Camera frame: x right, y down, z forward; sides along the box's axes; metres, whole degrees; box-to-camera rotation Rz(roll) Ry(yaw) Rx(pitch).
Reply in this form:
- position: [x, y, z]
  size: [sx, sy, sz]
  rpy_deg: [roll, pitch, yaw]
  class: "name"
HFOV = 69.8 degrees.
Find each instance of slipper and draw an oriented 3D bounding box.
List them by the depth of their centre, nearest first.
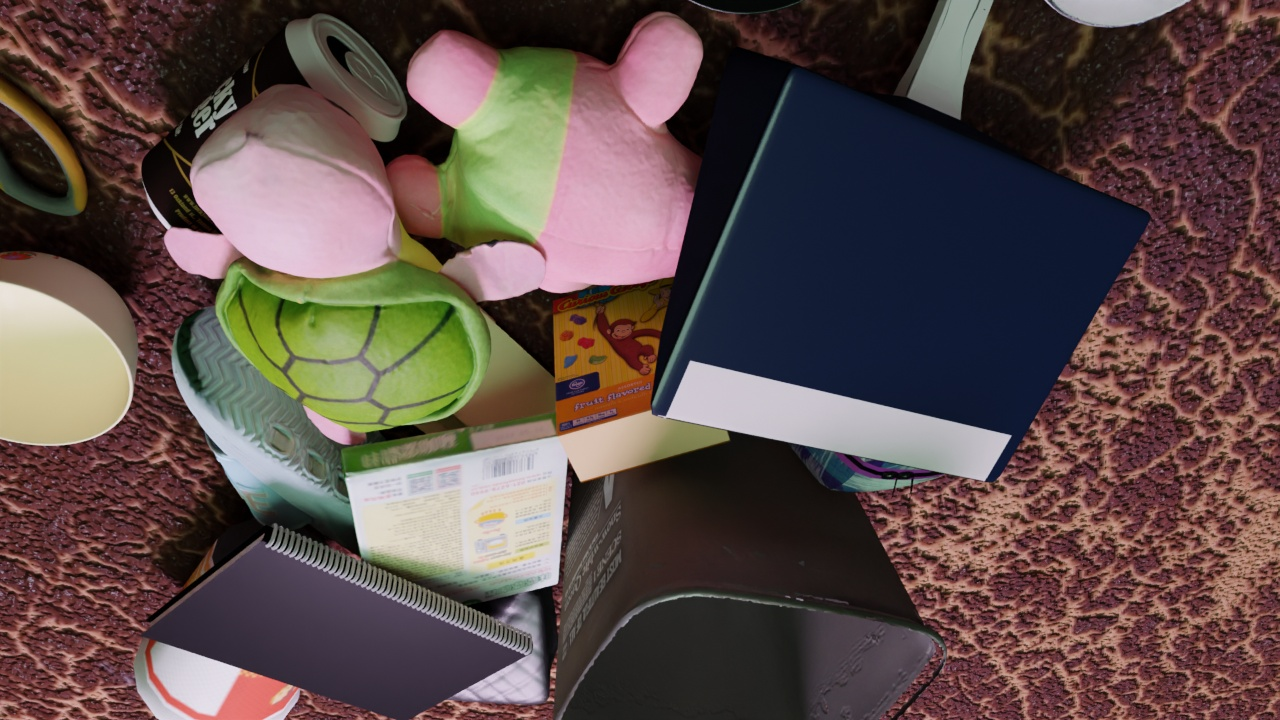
- position: [-0.220, 0.070, 0.603]
  size: [0.074, 0.104, 0.245]
  rpy_deg: [-23, 133, 9]
  class: "slipper"

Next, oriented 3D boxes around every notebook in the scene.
- position: [-0.197, 0.185, 0.615]
  size: [0.149, 0.016, 0.206]
  rpy_deg: [-35, 128, 27]
  class: "notebook"

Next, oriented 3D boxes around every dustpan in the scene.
- position: [0.143, -0.087, 0.478]
  size: [0.236, 0.080, 0.274]
  rpy_deg: [13, 111, -25]
  class: "dustpan"

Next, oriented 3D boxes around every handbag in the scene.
- position: [0.171, 0.011, 0.585]
  size: [0.169, 0.144, 0.068]
  rpy_deg: [-17, 143, -27]
  class: "handbag"
- position: [-0.141, 0.193, 0.732]
  size: [0.154, 0.114, 0.125]
  rpy_deg: [4, 113, 4]
  class: "handbag"

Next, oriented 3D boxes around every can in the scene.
- position: [-0.189, -0.112, 0.472]
  size: [0.129, 0.071, 0.072]
  rpy_deg: [-32, 126, 19]
  class: "can"

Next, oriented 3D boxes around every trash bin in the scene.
- position: [0.046, 0.130, 0.601]
  size: [0.197, 0.219, 0.198]
  rpy_deg: [14, 126, -17]
  class: "trash bin"

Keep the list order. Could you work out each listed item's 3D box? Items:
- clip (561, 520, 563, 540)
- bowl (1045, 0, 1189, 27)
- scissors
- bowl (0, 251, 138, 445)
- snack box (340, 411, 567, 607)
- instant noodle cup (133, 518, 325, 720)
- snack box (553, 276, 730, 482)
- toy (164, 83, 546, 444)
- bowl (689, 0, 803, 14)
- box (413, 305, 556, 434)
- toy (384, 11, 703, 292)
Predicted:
- position: [-0.085, 0.122, 0.712]
  size: [0.062, 0.044, 0.024]
  rpy_deg: [41, 116, -11]
  class: "clip"
- position: [0.226, -0.222, 0.431]
  size: [0.113, 0.063, 0.114]
  rpy_deg: [-4, 129, -5]
  class: "bowl"
- position: [-0.384, -0.155, 0.451]
  size: [0.225, 0.016, 0.225]
  rpy_deg: [-15, 129, 6]
  class: "scissors"
- position: [-0.346, -0.019, 0.530]
  size: [0.118, 0.074, 0.118]
  rpy_deg: [-3, 130, -4]
  class: "bowl"
- position: [-0.116, 0.106, 0.597]
  size: [0.131, 0.027, 0.168]
  rpy_deg: [-10, 137, -18]
  class: "snack box"
- position: [-0.294, 0.195, 0.691]
  size: [0.123, 0.123, 0.121]
  rpy_deg: [24, 115, -24]
  class: "instant noodle cup"
- position: [-0.003, 0.003, 0.552]
  size: [0.088, 0.125, 0.040]
  rpy_deg: [-16, 129, 7]
  class: "snack box"
- position: [-0.146, -0.029, 0.458]
  size: [0.190, 0.087, 0.239]
  rpy_deg: [7, 141, -1]
  class: "toy"
- position: [0.049, -0.228, 0.414]
  size: [0.124, 0.052, 0.124]
  rpy_deg: [-3, 130, -4]
  class: "bowl"
- position: [-0.142, 0.008, 0.596]
  size: [0.083, 0.091, 0.188]
  rpy_deg: [-3, 140, 44]
  class: "box"
- position: [-0.014, -0.093, 0.492]
  size: [0.236, 0.096, 0.193]
  rpy_deg: [15, 139, -19]
  class: "toy"
